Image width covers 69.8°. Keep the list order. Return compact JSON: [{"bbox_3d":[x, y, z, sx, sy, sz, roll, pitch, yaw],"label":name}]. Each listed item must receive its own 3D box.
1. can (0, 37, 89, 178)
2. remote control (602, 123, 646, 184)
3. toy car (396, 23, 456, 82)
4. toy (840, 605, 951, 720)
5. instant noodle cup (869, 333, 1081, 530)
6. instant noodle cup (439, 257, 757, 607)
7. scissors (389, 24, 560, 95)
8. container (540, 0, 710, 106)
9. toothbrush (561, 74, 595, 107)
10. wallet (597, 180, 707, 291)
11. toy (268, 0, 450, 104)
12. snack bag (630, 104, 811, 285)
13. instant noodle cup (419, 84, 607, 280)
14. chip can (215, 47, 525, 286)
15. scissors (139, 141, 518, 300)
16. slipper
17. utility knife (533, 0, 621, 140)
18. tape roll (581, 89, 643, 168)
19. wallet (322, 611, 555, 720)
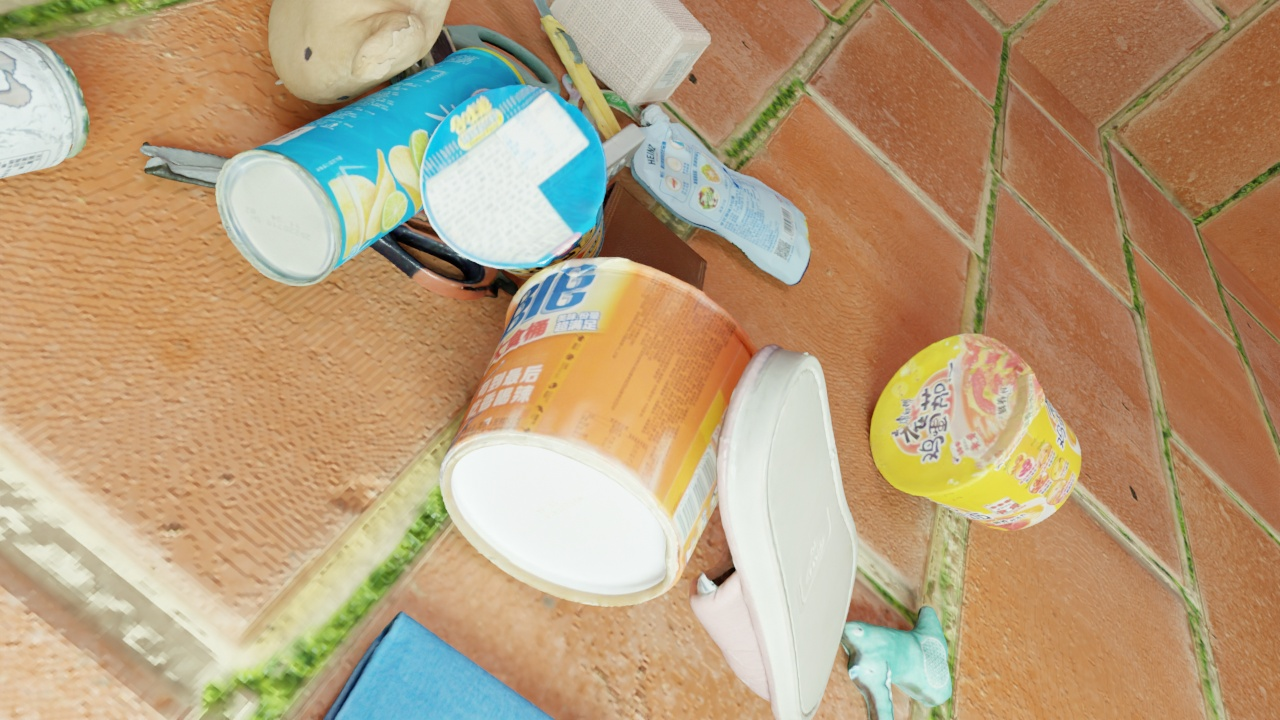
[{"bbox_3d":[-0.307,-0.093,0.369,0.058,0.058,0.146,47,37,2],"label":"can"},{"bbox_3d":[-0.041,-0.127,0.659,0.021,0.058,0.149,43,37,-5],"label":"remote control"},{"bbox_3d":[-0.150,-0.218,0.634,0.042,0.035,0.090,-4,57,-38],"label":"toy car"},{"bbox_3d":[0.160,0.195,0.577,0.092,0.030,0.096,19,51,-24],"label":"toy"},{"bbox_3d":[0.270,0.065,0.726,0.109,0.138,0.137,33,38,-29],"label":"instant noodle cup"},{"bbox_3d":[-0.021,0.041,0.455,0.151,0.152,0.111,37,46,-12],"label":"instant noodle cup"},{"bbox_3d":[-0.127,-0.221,0.697,0.179,0.019,0.170,-2,57,-41],"label":"scissors"},{"bbox_3d":[-0.009,-0.290,0.808,0.111,0.090,0.089,45,29,5],"label":"container"},{"bbox_3d":[-0.062,-0.181,0.721,0.029,0.021,0.188,6,42,3],"label":"toothbrush"},{"bbox_3d":[0.002,-0.065,0.669,0.101,0.032,0.124,36,38,-17],"label":"wallet"},{"bbox_3d":[-0.168,-0.210,0.550,0.082,0.144,0.225,27,36,-41],"label":"toy"},{"bbox_3d":[0.068,-0.142,0.790,0.191,0.039,0.110,26,55,-30],"label":"snack bag"},{"bbox_3d":[-0.062,-0.087,0.524,0.099,0.099,0.110,52,-1,8],"label":"instant noodle cup"},{"bbox_3d":[-0.138,-0.117,0.520,0.071,0.071,0.209,41,37,-6],"label":"chip can"},{"bbox_3d":[-0.165,-0.078,0.529,0.193,0.015,0.206,47,37,1],"label":"scissors"},{"bbox_3d":[0.065,0.095,0.450,0.114,0.054,0.275,-63,151,-30],"label":"slipper"},{"bbox_3d":[-0.061,-0.252,0.760,0.030,0.022,0.219,-7,61,-57],"label":"utility knife"},{"bbox_3d":[-0.012,-0.199,0.793,0.085,0.014,0.085,25,41,-25],"label":"tape roll"},{"bbox_3d":[-0.069,0.175,0.366,0.133,0.040,0.106,38,33,-9],"label":"wallet"}]
